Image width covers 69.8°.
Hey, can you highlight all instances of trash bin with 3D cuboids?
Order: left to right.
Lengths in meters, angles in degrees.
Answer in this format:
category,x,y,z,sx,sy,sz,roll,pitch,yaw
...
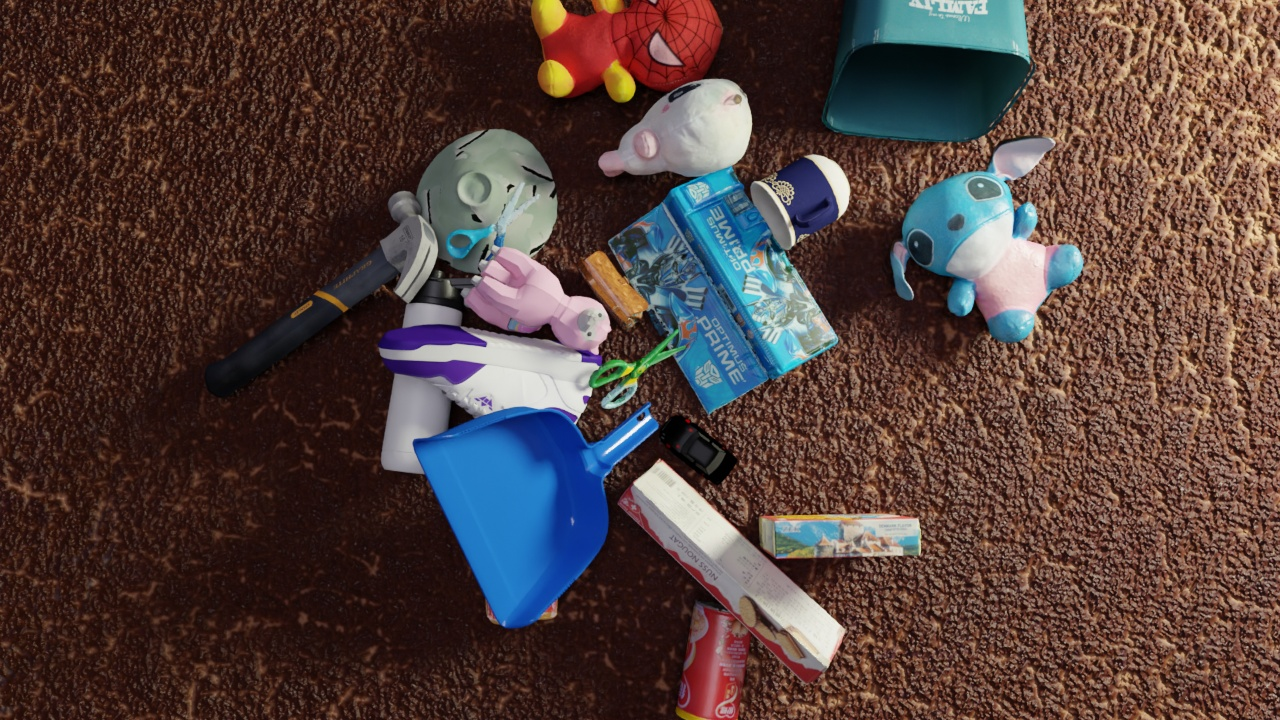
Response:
category,x,y,z,sx,sy,sz,roll,pitch,yaw
trash bin,0.313,-0.386,1.012,0.196,0.199,0.218,6,77,1

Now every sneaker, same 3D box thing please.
category,x,y,z,sx,sy,sz,roll,pitch,yaw
sneaker,-0.166,0.028,0.997,0.244,0.092,0.111,7,100,-24

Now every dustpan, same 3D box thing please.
category,x,y,z,sx,sy,sz,roll,pitch,yaw
dustpan,-0.083,0.120,0.984,0.256,0.060,0.246,-38,121,-35

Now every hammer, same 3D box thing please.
category,x,y,z,sx,sy,sz,roll,pitch,yaw
hammer,-0.367,-0.062,1.046,0.313,0.035,0.139,-34,52,5

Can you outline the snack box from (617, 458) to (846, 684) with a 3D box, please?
category,x,y,z,sx,sy,sz,roll,pitch,yaw
snack box,0.096,0.222,0.984,0.273,0.076,0.044,42,121,10

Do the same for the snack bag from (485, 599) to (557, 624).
category,x,y,z,sx,sy,sz,roll,pitch,yaw
snack bag,-0.136,0.214,1.029,0.087,0.044,0.155,-2,77,-12

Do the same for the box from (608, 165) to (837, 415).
category,x,y,z,sx,sy,sz,roll,pitch,yaw
box,0.091,-0.084,1.043,0.175,0.060,0.243,-30,83,-1

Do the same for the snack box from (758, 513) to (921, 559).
category,x,y,z,sx,sy,sz,roll,pitch,yaw
snack box,0.204,0.183,0.966,0.145,0.142,0.040,-2,82,1

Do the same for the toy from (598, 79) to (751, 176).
category,x,y,z,sx,sy,sz,roll,pitch,yaw
toy,0.038,-0.250,1.030,0.180,0.138,0.101,-19,100,8

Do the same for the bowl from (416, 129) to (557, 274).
category,x,y,z,sx,sy,sz,roll,pitch,yaw
bowl,-0.184,-0.191,1.058,0.174,0.068,0.174,0,86,3

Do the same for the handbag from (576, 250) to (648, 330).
category,x,y,z,sx,sy,sz,roll,pitch,yaw
handbag,-0.036,-0.082,0.977,0.043,0.195,0.093,-37,86,3

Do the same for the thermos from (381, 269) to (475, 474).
category,x,y,z,sx,sy,sz,roll,pitch,yaw
thermos,-0.227,0.014,1.039,0.101,0.069,0.229,8,83,-11

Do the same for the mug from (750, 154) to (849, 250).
category,x,y,z,sx,sy,sz,roll,pitch,yaw
mug,0.189,-0.180,1.027,0.089,0.112,0.086,-30,119,-5

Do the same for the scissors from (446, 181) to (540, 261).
category,x,y,z,sx,sy,sz,roll,pitch,yaw
scissors,-0.151,-0.145,1.038,0.135,0.016,0.083,-37,117,18

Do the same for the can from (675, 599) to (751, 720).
category,x,y,z,sx,sy,sz,roll,pitch,yaw
can,0.081,0.327,0.991,0.067,0.067,0.124,10,84,3

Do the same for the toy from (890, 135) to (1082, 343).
category,x,y,z,sx,sy,sz,roll,pitch,yaw
toy,0.393,-0.132,1.019,0.191,0.099,0.224,42,100,0

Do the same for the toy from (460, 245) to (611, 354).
category,x,y,z,sx,sy,sz,roll,pitch,yaw
toy,-0.111,-0.058,1.001,0.157,0.123,0.067,32,70,-12

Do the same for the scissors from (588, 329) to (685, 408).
category,x,y,z,sx,sy,sz,roll,pitch,yaw
scissors,0.000,0.013,1.033,0.131,0.108,0.012,-22,56,-21

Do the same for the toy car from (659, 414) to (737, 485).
category,x,y,z,sx,sy,sz,roll,pitch,yaw
toy car,0.064,0.099,1.033,0.092,0.036,0.042,38,86,5

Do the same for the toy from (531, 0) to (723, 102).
category,x,y,z,sx,sy,sz,roll,pitch,yaw
toy,-0.014,-0.368,1.058,0.216,0.098,0.147,-5,94,2
